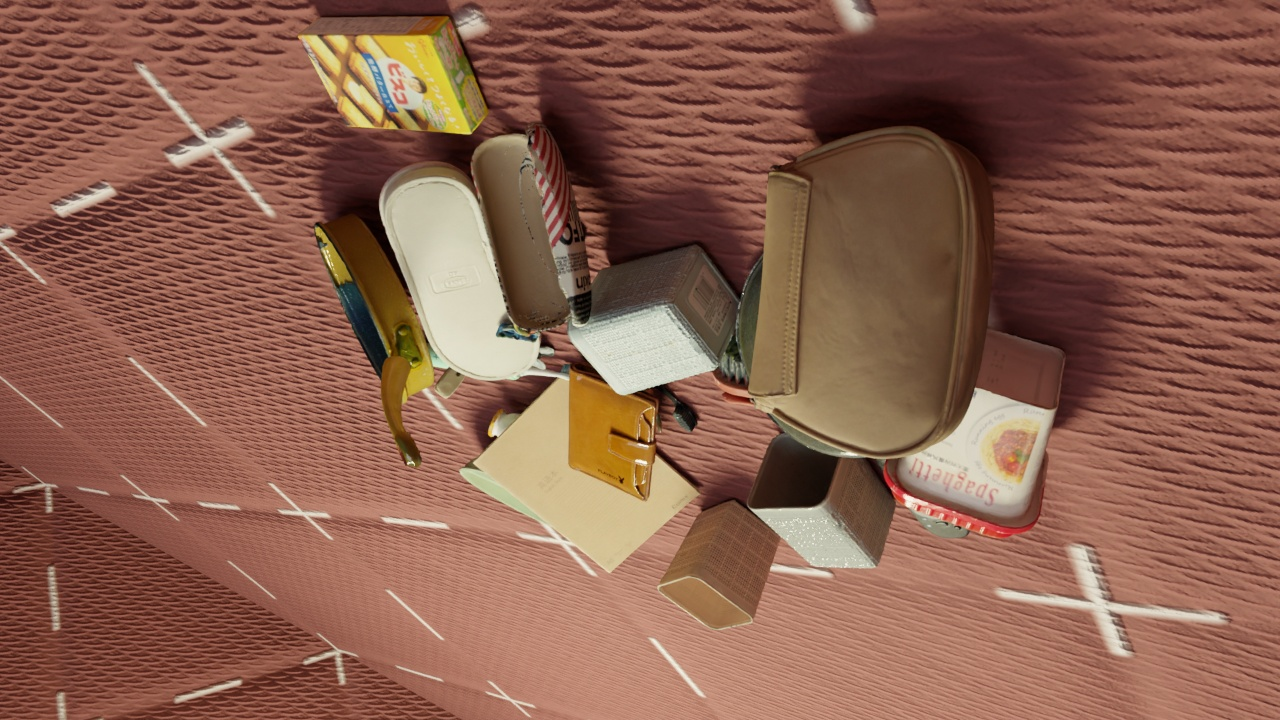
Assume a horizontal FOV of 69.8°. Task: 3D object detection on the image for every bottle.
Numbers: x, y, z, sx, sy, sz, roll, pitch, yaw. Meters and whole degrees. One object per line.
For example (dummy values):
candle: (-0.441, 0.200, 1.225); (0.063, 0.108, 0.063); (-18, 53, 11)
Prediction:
bottle: (-0.121, 0.094, 1.064); (0.108, 0.063, 0.063); (25, 146, 9)

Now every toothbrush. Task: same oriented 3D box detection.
toothbrush: (-0.005, 0.005, 0.905); (0.014, 0.017, 0.189); (-25, 117, 41)
toothbrush: (-0.161, 0.004, 1.011); (0.225, 0.027, 0.026); (8, 164, 30)

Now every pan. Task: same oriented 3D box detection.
pan: (-0.242, -0.011, 0.860); (0.357, 0.078, 0.198); (39, 149, 48)

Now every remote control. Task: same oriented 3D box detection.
remote control: (0.260, 0.115, 0.838); (0.053, 0.024, 0.136); (-11, 130, 42)

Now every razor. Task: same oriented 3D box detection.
razor: (-0.084, -0.062, 0.836); (0.042, 0.022, 0.143); (8, 135, -34)

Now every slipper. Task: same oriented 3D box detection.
slipper: (-0.163, -0.078, 0.852); (0.114, 0.054, 0.275); (-17, 141, 0)

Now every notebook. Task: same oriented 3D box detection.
notebook: (-0.059, 0.131, 1.029); (0.211, 0.012, 0.150); (42, 105, -16)

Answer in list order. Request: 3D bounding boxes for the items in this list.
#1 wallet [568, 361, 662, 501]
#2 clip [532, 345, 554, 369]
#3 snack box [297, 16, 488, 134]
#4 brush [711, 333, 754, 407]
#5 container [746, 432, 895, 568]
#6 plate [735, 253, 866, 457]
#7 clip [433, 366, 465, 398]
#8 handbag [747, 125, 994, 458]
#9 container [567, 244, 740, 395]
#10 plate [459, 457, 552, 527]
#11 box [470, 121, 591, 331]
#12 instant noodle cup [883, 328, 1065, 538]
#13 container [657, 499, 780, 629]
wallet: (-0.023, 0.075, 0.947); (0.119, 0.035, 0.131); (24, 129, 27)
clip: (-0.118, -0.008, 0.968); (0.057, 0.028, 0.024); (9, 145, 27)
snack box: (-0.198, -0.229, 0.736); (0.141, 0.033, 0.087); (9, 141, 26)
brush: (0.128, 0.019, 0.780); (0.146, 0.063, 0.069); (9, 127, 31)
container: (0.178, 0.136, 0.873); (0.090, 0.090, 0.114); (-10, 132, 45)
plate: (0.138, -0.010, 0.688); (0.180, 0.024, 0.179); (16, 114, 40)
clip: (-0.183, -0.006, 0.971); (0.035, 0.099, 0.098); (42, 174, -21)
handbag: (0.150, -0.043, 0.595); (0.148, 0.099, 0.204); (9, 98, 31)
container: (0.017, -0.035, 0.775); (0.112, 0.089, 0.090); (-12, 128, 42)
plate: (-0.119, 0.178, 1.156); (0.230, 0.027, 0.230); (21, 161, 7)
box: (-0.088, -0.102, 0.733); (0.086, 0.075, 0.162); (-12, 101, 14)
instant noodle cup: (0.257, 0.049, 0.689); (0.116, 0.116, 0.124); (19, 132, 17)
container: (0.092, 0.227, 1.030); (0.090, 0.110, 0.090); (38, 146, -11)
